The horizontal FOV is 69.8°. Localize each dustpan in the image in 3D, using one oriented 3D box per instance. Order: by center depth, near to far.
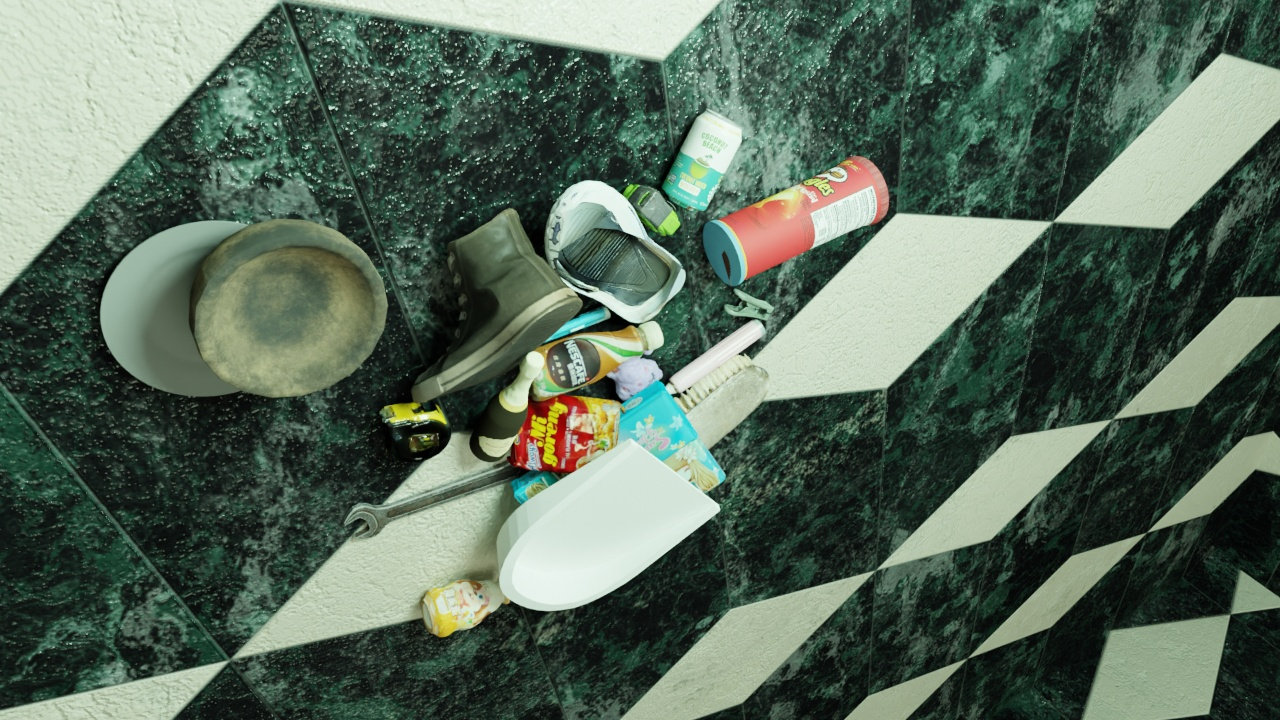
[{"bbox_3d":[-0.055,0.219,1.118,0.258,0.053,0.191,-32,134,19],"label":"dustpan"}]

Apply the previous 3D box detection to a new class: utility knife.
[{"bbox_3d":[-0.097,-0.031,1.045,0.140,0.015,0.022,-24,159,-17],"label":"utility knife"}]

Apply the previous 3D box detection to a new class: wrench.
[{"bbox_3d":[-0.218,0.154,1.101,0.272,0.010,0.070,-17,130,-25],"label":"wrench"}]

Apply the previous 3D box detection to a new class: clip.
[{"bbox_3d":[0.140,-0.070,1.184,0.075,0.023,0.037,12,113,-43],"label":"clip"}]

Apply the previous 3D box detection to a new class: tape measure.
[{"bbox_3d":[0.014,-0.165,0.991,0.036,0.059,0.065,-51,133,0],"label":"tape measure"},{"bbox_3d":[-0.244,0.078,0.999,0.072,0.042,0.072,-16,130,-26],"label":"tape measure"}]

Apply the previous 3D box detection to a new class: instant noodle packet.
[{"bbox_3d":[-0.086,0.088,1.079,0.135,0.039,0.099,7,105,-7],"label":"instant noodle packet"}]

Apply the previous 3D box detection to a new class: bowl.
[{"bbox_3d":[-0.313,-0.053,0.809,0.162,0.070,0.162,-19,131,-24],"label":"bowl"}]

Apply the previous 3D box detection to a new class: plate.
[{"bbox_3d":[-0.384,-0.045,0.825,0.178,0.012,0.179,-19,131,-24],"label":"plate"}]

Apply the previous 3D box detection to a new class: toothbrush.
[{"bbox_3d":[0.068,0.016,1.194,0.222,0.027,0.026,-34,161,-9],"label":"toothbrush"}]

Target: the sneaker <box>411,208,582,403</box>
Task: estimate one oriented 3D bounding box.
[{"bbox_3d":[-0.171,-0.045,0.934,0.235,0.120,0.095,-38,169,39],"label":"sneaker"}]

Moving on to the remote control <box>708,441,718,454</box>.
[{"bbox_3d":[0.057,0.171,1.306,0.047,0.022,0.150,23,107,-44],"label":"remote control"}]

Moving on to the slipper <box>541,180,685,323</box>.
[{"bbox_3d":[-0.036,-0.118,0.992,0.111,0.063,0.263,-46,149,7],"label":"slipper"}]

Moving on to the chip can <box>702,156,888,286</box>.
[{"bbox_3d":[0.186,-0.167,1.097,0.213,0.087,0.087,-26,134,-17],"label":"chip can"}]

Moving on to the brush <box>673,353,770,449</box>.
[{"bbox_3d":[0.056,0.094,1.221,0.271,0.056,0.083,-39,132,-4],"label":"brush"}]

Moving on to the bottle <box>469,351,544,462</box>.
[{"bbox_3d":[-0.142,0.049,0.999,0.045,0.045,0.185,-8,150,-32],"label":"bottle"}]

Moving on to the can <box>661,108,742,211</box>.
[{"bbox_3d":[0.067,-0.216,0.994,0.054,0.055,0.102,11,115,-41],"label":"can"}]

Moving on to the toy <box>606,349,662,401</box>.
[{"bbox_3d":[-0.007,0.007,1.124,0.080,0.036,0.100,-41,135,-2],"label":"toy"}]

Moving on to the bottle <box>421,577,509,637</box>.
[{"bbox_3d":[-0.224,0.312,1.180,0.109,0.063,0.063,-12,128,-30],"label":"bottle"}]

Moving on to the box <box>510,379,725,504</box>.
[{"bbox_3d":[-0.022,0.154,1.161,0.227,0.039,0.181,-35,119,1],"label":"box"}]

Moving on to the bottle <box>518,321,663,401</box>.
[{"bbox_3d":[-0.054,-0.005,1.053,0.167,0.059,0.059,-19,132,-16],"label":"bottle"}]
